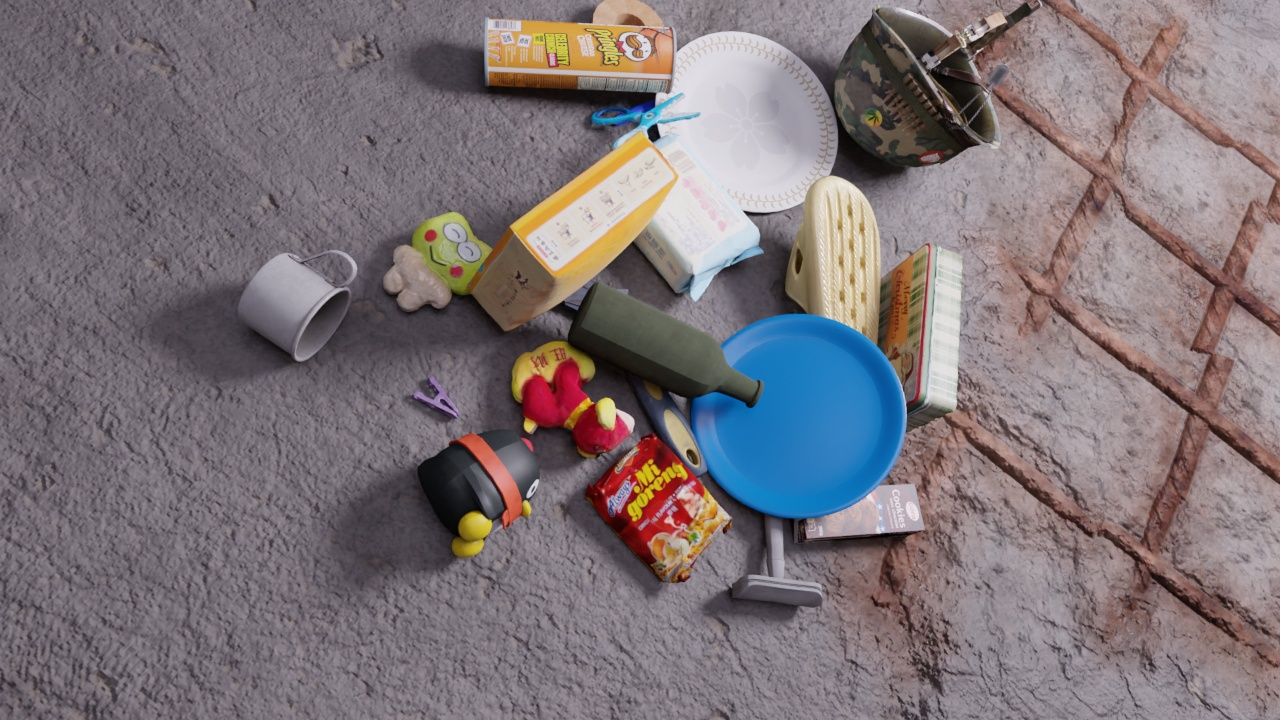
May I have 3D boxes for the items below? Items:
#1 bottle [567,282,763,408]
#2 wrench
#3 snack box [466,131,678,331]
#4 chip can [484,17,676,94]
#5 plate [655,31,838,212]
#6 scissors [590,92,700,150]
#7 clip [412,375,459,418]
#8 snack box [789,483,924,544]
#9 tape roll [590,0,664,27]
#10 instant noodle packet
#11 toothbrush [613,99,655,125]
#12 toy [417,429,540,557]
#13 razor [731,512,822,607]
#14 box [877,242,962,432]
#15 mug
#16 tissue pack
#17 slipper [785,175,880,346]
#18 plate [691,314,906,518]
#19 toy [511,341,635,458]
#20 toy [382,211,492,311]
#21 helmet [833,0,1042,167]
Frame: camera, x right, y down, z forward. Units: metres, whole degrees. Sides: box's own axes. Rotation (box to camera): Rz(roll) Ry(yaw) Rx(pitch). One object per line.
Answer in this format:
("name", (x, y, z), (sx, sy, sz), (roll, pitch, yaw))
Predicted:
("bottle", (0.030, -0.007, 0.948), (0.206, 0.072, 0.071), (25, 63, -10))
("wrench", (-0.006, 0.006, 0.983), (0.073, 0.022, 0.273), (-24, 77, -25))
("snack box", (-0.064, -0.123, 0.928), (0.080, 0.145, 0.194), (49, 58, -4))
("chip can", (-0.070, -0.351, 1.061), (0.215, 0.075, 0.075), (0, 68, -7))
("plate", (0.132, -0.295, 1.140), (0.242, 0.016, 0.242), (4, 76, -15))
("scissors", (-0.002, -0.283, 1.074), (0.134, 0.012, 0.133), (28, 59, 37))
("clip", (-0.202, 0.035, 0.917), (0.050, 0.014, 0.046), (14, 63, -8))
("snack box", (0.231, 0.165, 0.986), (0.140, 0.032, 0.051), (0, 69, -17))
("tape roll", (-0.017, -0.406, 1.145), (0.094, 0.027, 0.093), (6, 67, -15))
("instant noodle packet", (0.021, 0.149, 0.925), (0.098, 0.040, 0.135), (-41, 86, -20))
("toothbrush", (0.039, -0.324, 1.139), (0.182, 0.018, 0.016), (-29, 77, -22))
("toy", (-0.141, 0.111, 0.859), (0.119, 0.098, 0.099), (-32, 77, -28))
("razor", (0.138, 0.191, 0.945), (0.088, 0.047, 0.116), (10, 58, -13))
("box", (0.308, -0.022, 1.042), (0.050, 0.118, 0.205), (19, 66, -14))
("mug", (-0.321, -0.063, 0.870), (0.070, 0.084, 0.113), (33, 101, 1))
("tissue pack", (0.044, -0.162, 1.042), (0.111, 0.070, 0.182), (-36, 84, -27))
("slipper", (0.219, -0.077, 1.060), (0.111, 0.079, 0.261), (0, 85, -31))
("plate", (0.167, 0.058, 0.980), (0.224, 0.024, 0.224), (-3, 71, 9))
("toy", (-0.076, 0.042, 0.928), (0.105, 0.067, 0.137), (-39, 76, -24))
("toy", (-0.210, -0.098, 0.951), (0.115, 0.046, 0.092), (-40, 90, -18))
("helmet", (0.360, -0.345, 1.121), (0.224, 0.237, 0.192), (42, 39, 13))
